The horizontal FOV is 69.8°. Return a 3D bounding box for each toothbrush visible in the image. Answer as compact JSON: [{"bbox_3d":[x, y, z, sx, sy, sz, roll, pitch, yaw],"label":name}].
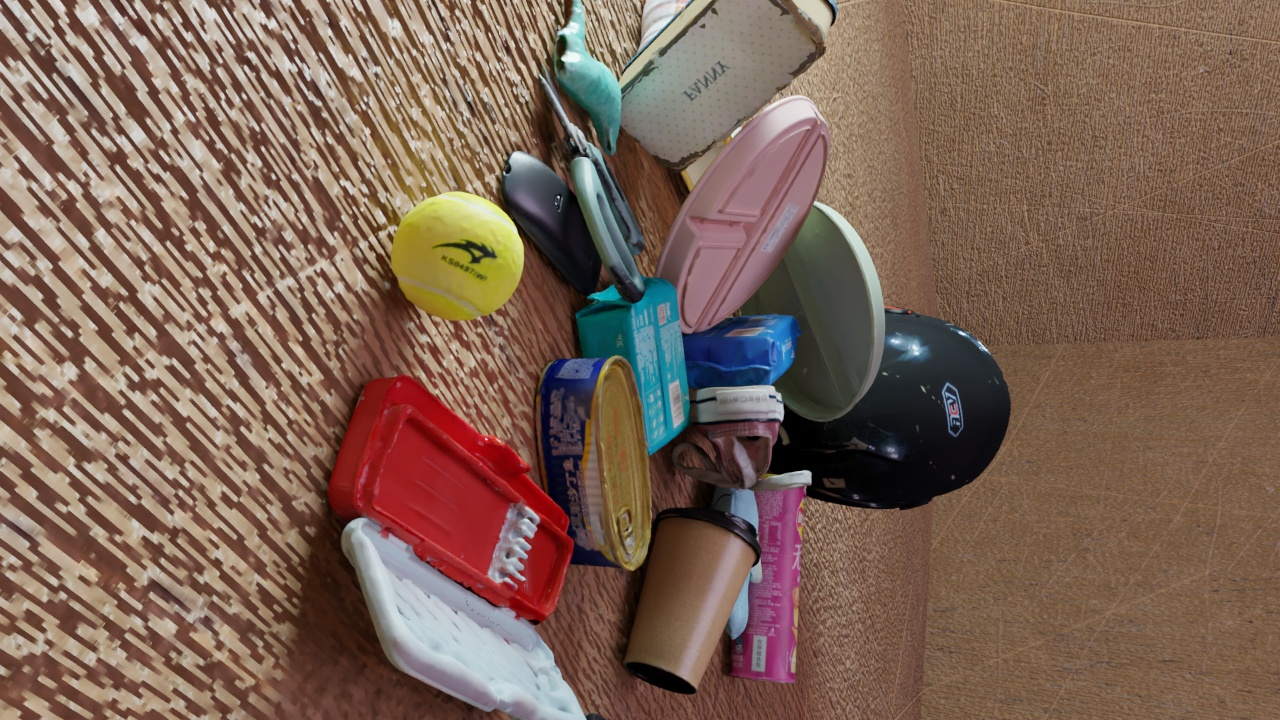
[{"bbox_3d":[0.115,0.138,0.960,0.029,0.020,0.189,127,-34,-58],"label":"toothbrush"}]

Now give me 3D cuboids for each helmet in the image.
[{"bbox_3d":[0.264,0.057,1.049,0.229,0.275,0.233,-7,89,-41],"label":"helmet"}]

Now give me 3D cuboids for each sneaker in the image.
[{"bbox_3d":[0.085,0.070,0.799,0.241,0.118,0.088,42,47,-83],"label":"sneaker"}]

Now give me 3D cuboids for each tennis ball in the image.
[{"bbox_3d":[-0.092,-0.052,0.465,0.065,0.066,0.065,-1,90,-67],"label":"tennis ball"}]

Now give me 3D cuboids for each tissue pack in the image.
[{"bbox_3d":[-0.004,0.004,0.688,0.093,0.050,0.133,-30,116,-63],"label":"tissue pack"},{"bbox_3d":[0.095,-0.008,0.867,0.156,0.095,0.052,-32,119,-66],"label":"tissue pack"}]

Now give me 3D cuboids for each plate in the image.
[{"bbox_3d":[0.092,-0.115,0.788,0.229,0.028,0.230,-44,158,-24],"label":"plate"},{"bbox_3d":[0.169,-0.052,0.926,0.027,0.230,0.230,-13,104,-24],"label":"plate"}]

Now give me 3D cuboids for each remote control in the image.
[{"bbox_3d":[-0.051,-0.089,0.617,0.136,0.024,0.053,48,45,-57],"label":"remote control"}]

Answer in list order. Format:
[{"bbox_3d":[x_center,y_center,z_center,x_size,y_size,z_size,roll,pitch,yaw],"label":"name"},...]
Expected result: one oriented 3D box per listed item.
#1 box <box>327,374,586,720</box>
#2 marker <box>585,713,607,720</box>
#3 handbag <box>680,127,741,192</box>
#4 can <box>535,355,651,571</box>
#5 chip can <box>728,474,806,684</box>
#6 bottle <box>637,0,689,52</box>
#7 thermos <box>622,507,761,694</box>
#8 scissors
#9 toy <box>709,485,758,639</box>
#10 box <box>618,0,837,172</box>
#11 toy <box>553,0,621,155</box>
[{"bbox_3d":[-0.086,0.113,0.478,0.201,0.064,0.160,56,20,-53],"label":"box"},{"bbox_3d":[-0.014,0.290,0.695,0.124,0.015,0.018,56,38,-48],"label":"marker"},{"bbox_3d":[0.068,-0.221,0.879,0.163,0.063,0.178,51,29,-55],"label":"handbag"},{"bbox_3d":[-0.030,0.070,0.623,0.074,0.049,0.148,-33,119,-63],"label":"can"},{"bbox_3d":[0.135,0.230,0.975,0.071,0.071,0.210,36,57,-62],"label":"chip can"},{"bbox_3d":[0.037,-0.313,0.793,0.068,0.068,0.196,53,37,-53],"label":"bottle"},{"bbox_3d":[0.039,0.188,0.739,0.093,0.093,0.143,61,42,-47],"label":"thermos"},{"bbox_3d":[-0.030,-0.112,0.624,0.177,0.019,0.171,58,16,-47],"label":"scissors"},{"bbox_3d":[0.089,0.177,0.891,0.161,0.050,0.156,-82,172,-50],"label":"toy"},{"bbox_3d":[0.060,-0.224,0.677,0.090,0.185,0.063,40,44,-21],"label":"box"},{"bbox_3d":[-0.038,-0.205,0.651,0.092,0.030,0.096,26,58,-67],"label":"toy"}]
